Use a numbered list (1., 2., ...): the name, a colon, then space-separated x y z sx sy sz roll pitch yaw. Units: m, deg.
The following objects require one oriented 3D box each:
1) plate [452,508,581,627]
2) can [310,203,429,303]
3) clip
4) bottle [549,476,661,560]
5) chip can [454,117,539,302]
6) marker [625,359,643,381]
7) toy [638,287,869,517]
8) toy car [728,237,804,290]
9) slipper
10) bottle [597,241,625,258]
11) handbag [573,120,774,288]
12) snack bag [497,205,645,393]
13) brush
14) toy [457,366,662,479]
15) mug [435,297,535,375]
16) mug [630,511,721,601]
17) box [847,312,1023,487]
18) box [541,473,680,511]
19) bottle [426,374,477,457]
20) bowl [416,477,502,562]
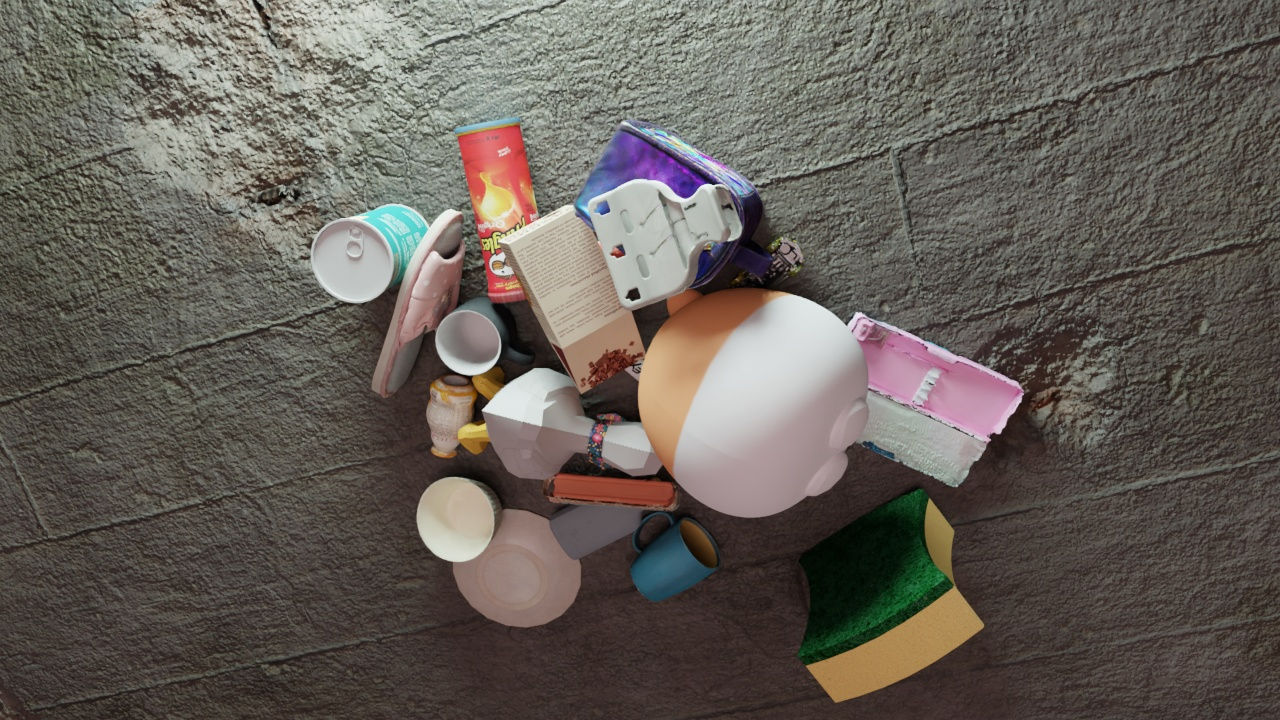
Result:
1. plate: -0.180 0.303 1.308 0.189 0.027 0.189 2 107 7
2. can: -0.328 -0.135 1.135 0.099 0.143 0.099 2 106 6
3. clip: 0.029 -0.130 0.938 0.148 0.081 0.125 -20 95 18
4. bottle: -0.040 0.208 1.252 0.161 0.046 0.072 -29 101 14
5. chip can: -0.166 -0.184 1.132 0.087 0.087 0.213 -8 104 9
6. marker: -0.007 0.007 1.199 0.126 0.025 0.025 40 107 -5
7. toy: 0.125 0.038 1.080 0.281 0.265 0.263 34 123 28
8. toy car: 0.157 -0.109 1.141 0.107 0.030 0.049 -41 96 19
9. slipper: -0.273 -0.065 1.170 0.054 0.114 0.275 28 114 3
10. bottle: -0.049 -0.096 1.165 0.044 0.044 0.109 18 109 2
11. handbag: 0.055 -0.168 1.052 0.222 0.204 0.126 35 108 3
12. snack bag: -0.076 -0.071 1.098 0.094 0.070 0.206 -30 107 -12
13. brush: 0.295 0.281 1.124 0.195 0.249 0.075 -35 99 19
14. toy: -0.101 0.087 1.158 0.268 0.246 0.141 12 85 21
15. mug: -0.191 -0.027 1.176 0.121 0.094 0.085 26 108 -1
16. mug: 0.036 0.263 1.249 0.104 0.084 0.112 -41 70 22
17. box: 0.343 0.054 1.164 0.230 0.035 0.159 24 108 -1
18. box: -0.041 0.171 1.205 0.187 0.053 0.058 1 106 14
19. bottle: -0.256 0.076 1.233 0.063 0.063 0.109 15 109 3
20. bowl: -0.241 0.213 1.261 0.115 0.062 0.115 1 93 16
